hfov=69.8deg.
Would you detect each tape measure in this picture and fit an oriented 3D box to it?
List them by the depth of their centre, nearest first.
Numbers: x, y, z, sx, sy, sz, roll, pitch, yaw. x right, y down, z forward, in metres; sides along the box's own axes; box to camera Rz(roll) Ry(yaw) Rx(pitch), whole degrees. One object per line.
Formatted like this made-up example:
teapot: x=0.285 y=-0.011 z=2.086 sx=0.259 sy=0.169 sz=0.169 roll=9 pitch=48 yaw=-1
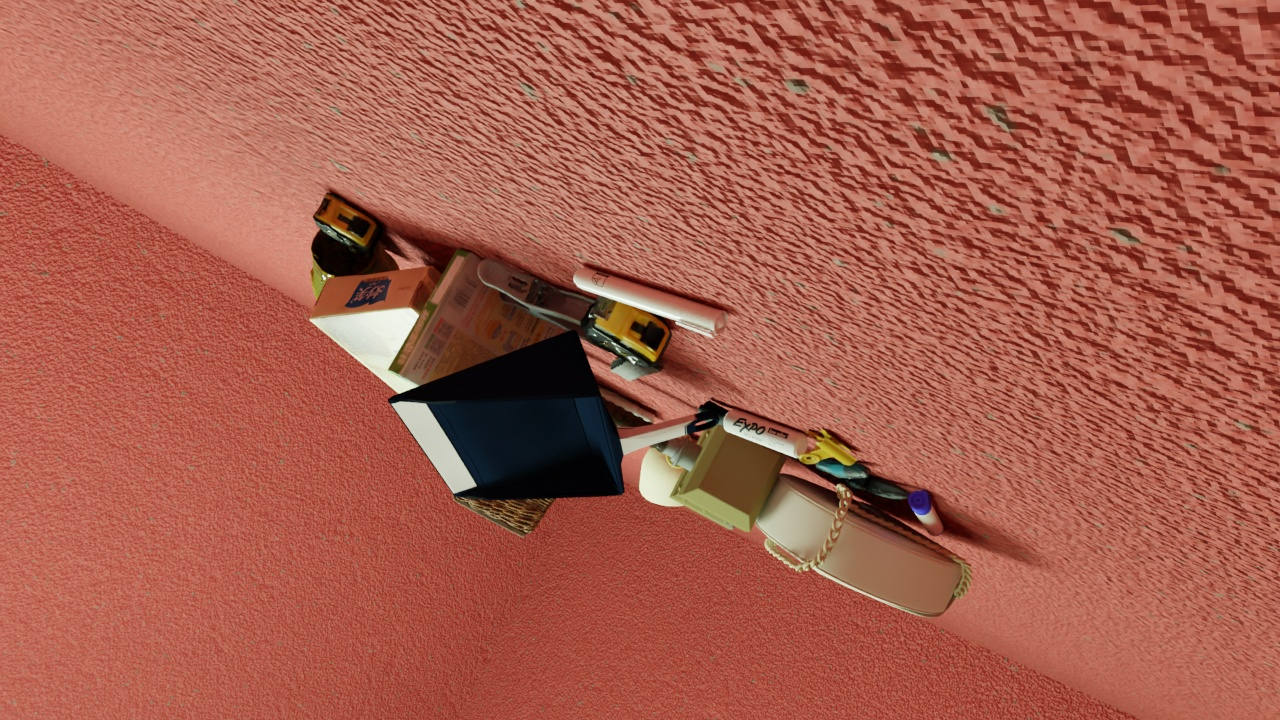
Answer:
tape measure: x=-0.012 y=-0.024 z=0.737 sx=0.072 sy=0.042 sz=0.071 roll=26 pitch=167 yaw=-11
tape measure: x=-0.294 y=-0.133 z=0.923 sx=0.062 sy=0.038 sz=0.067 roll=29 pitch=170 yaw=-14

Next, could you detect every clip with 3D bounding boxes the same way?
clip: x=-0.064 y=-0.039 z=0.831 sx=0.163 sy=0.028 sz=0.108 roll=25 pitch=169 yaw=10
clip: x=0.171 y=0.077 z=0.854 sx=0.053 sy=0.035 sz=0.046 roll=32 pitch=151 yaw=-36

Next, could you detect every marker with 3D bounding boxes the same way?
marker: x=0.003 y=-0.043 z=0.655 sx=0.134 sy=0.020 sz=0.017 roll=21 pitch=165 yaw=34
marker: x=0.290 y=0.155 z=0.928 sx=0.020 sy=0.020 sz=0.141 roll=22 pitch=170 yaw=29
marker: x=0.111 y=0.067 z=0.931 sx=0.126 sy=0.025 sz=0.025 roll=19 pitch=168 yaw=38

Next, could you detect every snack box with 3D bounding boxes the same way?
snack box: x=-0.147 y=-0.011 z=0.893 sx=0.027 sy=0.132 sz=0.168 roll=19 pitch=167 yaw=42
snack box: x=-0.217 y=-0.010 z=0.960 sx=0.154 sy=0.055 sz=0.207 roll=-3 pitch=145 yaw=34

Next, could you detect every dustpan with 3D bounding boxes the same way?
dustpan: x=-0.066 y=0.073 z=0.874 sx=0.237 sy=0.273 sz=0.080 roll=81 pitch=167 yaw=-61

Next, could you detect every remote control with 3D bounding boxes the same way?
remote control: x=-0.006 y=0.005 z=0.952 sx=0.033 sy=0.013 sz=0.137 roll=27 pitch=169 yaw=-8

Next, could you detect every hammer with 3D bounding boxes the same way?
hammer: x=-0.005 y=0.078 z=1.079 sx=0.325 sy=0.100 sz=0.190 roll=28 pitch=170 yaw=2

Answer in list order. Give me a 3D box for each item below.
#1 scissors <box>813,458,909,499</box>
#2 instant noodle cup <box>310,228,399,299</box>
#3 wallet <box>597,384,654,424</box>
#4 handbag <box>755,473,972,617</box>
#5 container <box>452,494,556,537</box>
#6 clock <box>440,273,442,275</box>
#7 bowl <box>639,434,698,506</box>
scissors: x=0.215 y=0.118 z=0.935 sx=0.149 sy=0.019 sz=0.122 roll=23 pitch=170 yaw=34
instant noodle cup: x=-0.318 y=-0.104 z=1.006 sx=0.102 sy=0.102 sz=0.108 roll=27 pitch=162 yaw=-2
wallet: x=-0.031 y=0.065 z=1.291 sx=0.116 sy=0.032 sz=0.086 roll=30 pitch=162 yaw=6
handbag: x=0.239 y=0.193 z=1.015 sx=0.208 sy=0.103 sz=0.211 roll=23 pitch=-177 yaw=-26
container: x=-0.175 y=0.120 z=1.325 sx=0.162 sy=0.183 sz=0.250 roll=33 pitch=-173 yaw=-18
clock: x=-0.189 y=-0.040 z=1.030 sx=0.162 sy=0.075 sz=0.122 roll=13 pitch=156 yaw=15
bowl: x=0.053 y=0.145 z=1.314 sx=0.118 sy=0.117 sz=0.074 roll=18 pitch=125 yaw=44
